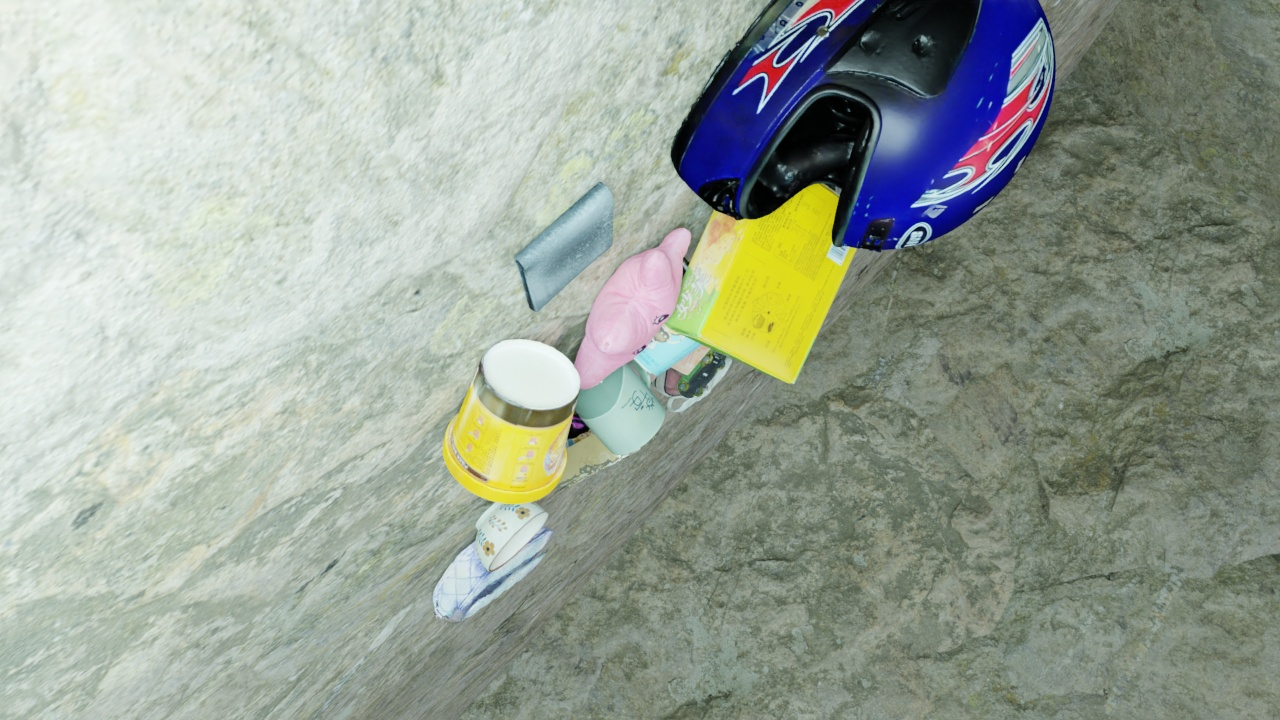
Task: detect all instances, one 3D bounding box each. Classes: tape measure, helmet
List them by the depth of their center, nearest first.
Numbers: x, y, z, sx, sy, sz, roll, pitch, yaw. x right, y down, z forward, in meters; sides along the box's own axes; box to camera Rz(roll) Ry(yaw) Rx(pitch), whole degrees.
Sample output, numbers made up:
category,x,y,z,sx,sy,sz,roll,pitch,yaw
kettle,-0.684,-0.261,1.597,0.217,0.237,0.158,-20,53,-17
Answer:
category,x,y,z,sx,sy,sz,roll,pitch,yaw
helmet,0.213,-0.215,0.812,0.315,0.240,0.247,-46,166,0
tape measure,-0.087,0.064,1.098,0.057,0.057,0.039,-9,145,-53

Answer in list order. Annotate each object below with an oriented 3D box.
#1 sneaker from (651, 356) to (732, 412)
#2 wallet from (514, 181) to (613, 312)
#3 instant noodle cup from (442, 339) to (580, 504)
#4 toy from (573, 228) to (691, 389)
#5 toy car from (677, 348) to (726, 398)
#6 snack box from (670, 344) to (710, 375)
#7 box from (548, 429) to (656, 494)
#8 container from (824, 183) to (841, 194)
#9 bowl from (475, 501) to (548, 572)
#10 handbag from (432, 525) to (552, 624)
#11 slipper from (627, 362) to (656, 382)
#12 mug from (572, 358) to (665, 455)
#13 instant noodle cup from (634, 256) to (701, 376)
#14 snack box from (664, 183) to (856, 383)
category,x,y,z,sx,sy,sz,roll,pitch,yaw
sneaker,0.077,0.024,1.456,0.118,0.088,0.241,-45,167,-9
wallet,-0.063,-0.093,0.784,0.097,0.019,0.121,-42,168,-12
instant noodle cup,-0.115,0.052,0.852,0.118,0.118,0.115,-34,154,-47
toy,-0.016,-0.043,0.948,0.195,0.074,0.178,-56,178,30
toy car,0.088,0.015,1.352,0.043,0.036,0.091,25,104,-49
snack box,0.085,-0.055,1.293,0.157,0.026,0.084,-50,138,14
box,-0.068,0.121,1.226,0.185,0.060,0.089,-29,179,41
container,0.197,-0.211,1.126,0.090,0.090,0.114,-53,170,29
bowl,-0.190,0.233,1.279,0.113,0.062,0.113,-46,168,-12
handbag,-0.220,0.313,1.398,0.134,0.075,0.193,-53,166,26
slipper,-0.007,0.007,1.195,0.275,0.054,0.114,-47,168,10
mug,-0.028,0.035,1.073,0.082,0.106,0.111,-16,-147,43
instant noodle cup,0.038,-0.047,1.084,0.120,0.111,0.111,-42,169,9
snack box,0.138,-0.099,1.000,0.157,0.070,0.210,24,91,-35
